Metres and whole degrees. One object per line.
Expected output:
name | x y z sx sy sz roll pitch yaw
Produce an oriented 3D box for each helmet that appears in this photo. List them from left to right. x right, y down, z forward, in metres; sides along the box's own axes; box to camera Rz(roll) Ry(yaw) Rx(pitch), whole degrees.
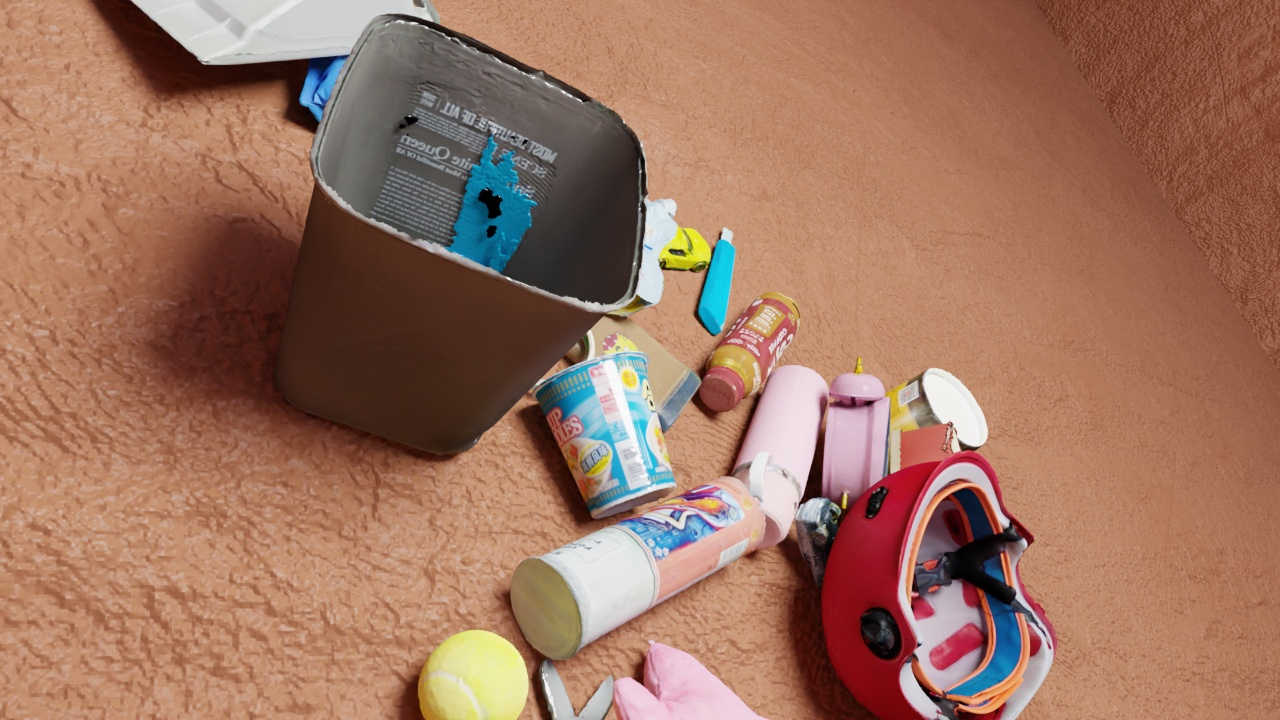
helmet | 0.228 0.194 0.764 0.206 0.144 0.240 -23 100 -42

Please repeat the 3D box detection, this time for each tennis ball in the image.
tennis ball | -0.101 0.197 0.555 0.065 0.066 0.065 23 45 -26

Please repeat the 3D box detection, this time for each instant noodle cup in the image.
instant noodle cup | -0.022 0.061 0.721 0.099 0.099 0.110 -6 69 -44
instant noodle cup | 0.285 0.076 0.957 0.118 0.115 0.118 23 45 -25

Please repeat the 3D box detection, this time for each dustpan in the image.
dustpan | -0.307 -0.320 0.796 0.223 0.143 0.257 39 65 18

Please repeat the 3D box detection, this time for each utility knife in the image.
utility knife | 0.087 -0.095 0.998 0.034 0.018 0.178 46 36 -24

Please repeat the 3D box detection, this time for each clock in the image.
clock | 0.206 0.074 0.875 0.117 0.060 0.158 60 37 -66

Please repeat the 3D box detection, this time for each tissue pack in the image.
tissue pack | -0.218 -0.220 0.805 0.157 0.052 0.094 17 47 -31

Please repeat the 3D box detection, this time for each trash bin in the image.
trash bin | -0.132 -0.067 0.615 0.199 0.220 0.198 21 47 -20

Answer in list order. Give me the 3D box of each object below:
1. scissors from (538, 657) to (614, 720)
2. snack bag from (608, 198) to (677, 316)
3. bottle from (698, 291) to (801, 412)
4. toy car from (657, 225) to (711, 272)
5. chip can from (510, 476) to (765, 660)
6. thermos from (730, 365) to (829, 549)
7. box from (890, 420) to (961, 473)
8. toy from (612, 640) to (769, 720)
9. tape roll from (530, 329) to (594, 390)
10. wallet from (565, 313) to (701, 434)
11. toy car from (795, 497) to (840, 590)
scissors | -0.051 0.278 0.571 0.178 0.019 0.170 -10 66 -44
snack bag | -0.024 -0.115 0.880 0.110 0.039 0.190 6 39 5
bottle | 0.109 -0.009 0.915 0.057 0.058 0.174 45 40 -2
toy car | 0.037 -0.122 0.966 0.105 0.032 0.048 0 58 -43
chip can | 0.007 0.148 0.687 0.214 0.071 0.071 -14 68 -47
thermos | 0.125 0.078 0.840 0.067 0.087 0.198 8 36 19
box | 0.297 0.148 0.877 0.091 0.077 0.168 -65 137 -57
toy | 0.051 0.265 0.623 0.194 0.075 0.178 31 21 -45
tape roll | -0.081 -0.013 0.766 0.085 0.014 0.085 9 56 -14
wallet | -0.005 0.005 0.826 0.115 0.033 0.090 40 41 -3
toy car | 0.162 0.165 0.818 0.042 0.034 0.091 -53 133 -50
